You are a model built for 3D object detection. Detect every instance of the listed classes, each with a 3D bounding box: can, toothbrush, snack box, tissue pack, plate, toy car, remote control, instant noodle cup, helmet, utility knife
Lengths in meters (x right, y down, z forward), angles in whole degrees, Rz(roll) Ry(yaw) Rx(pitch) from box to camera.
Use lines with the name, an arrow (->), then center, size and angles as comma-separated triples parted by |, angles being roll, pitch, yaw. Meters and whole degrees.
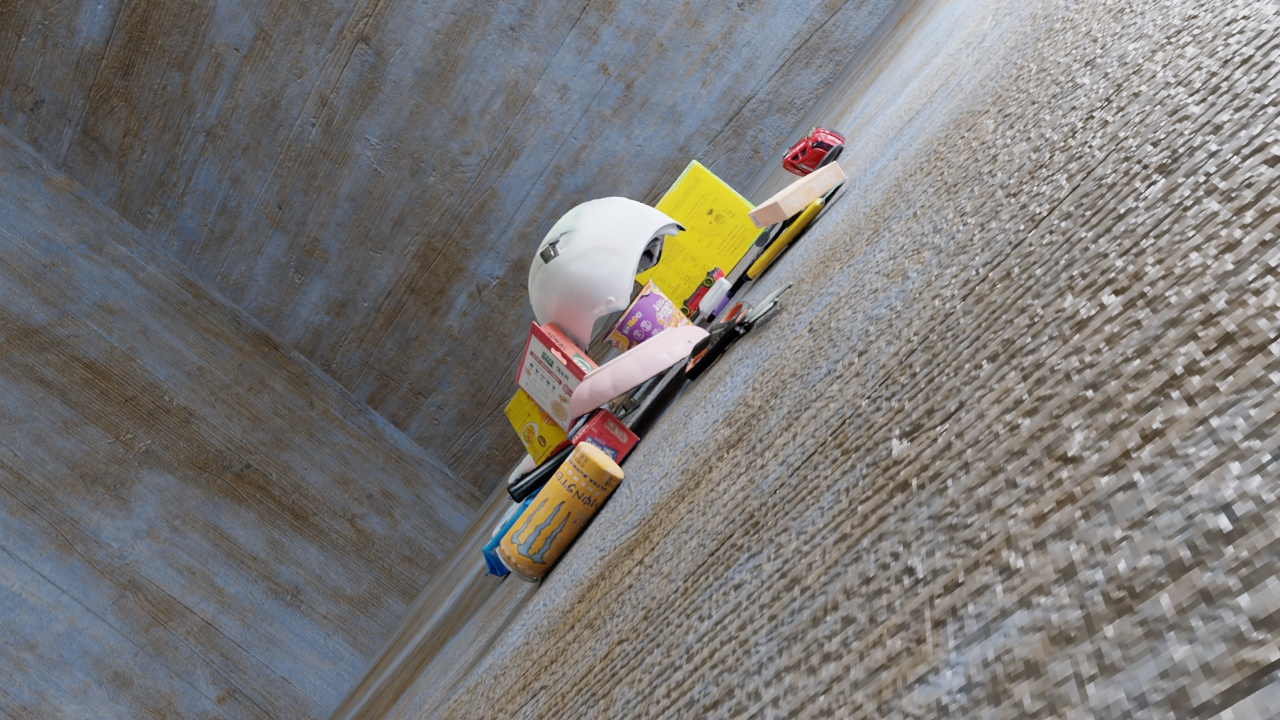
can -> -0.082, 0.155, 0.940 | 0.146, 0.058, 0.058 | -51, 4, 5
toothbrush -> 0.146, -0.121, 1.173 | 0.189, 0.014, 0.016 | -51, 16, 7
snack box -> 0.185, -0.196, 1.104 | 0.084, 0.026, 0.157 | -34, 6, -2
tissue pack -> -0.160, 0.222, 1.246 | 0.157, 0.052, 0.094 | -49, 4, 27
plate -> -0.006, 0.006, 1.084 | 0.192, 0.039, 0.192 | -30, 2, 1
toy car -> 0.243, -0.292, 1.307 | 0.121, 0.053, 0.045 | 155, 136, -72
snack box -> -0.048, 0.094, 1.109 | 0.057, 0.058, 0.207 | -49, 3, -6
remote control -> 0.104, -0.086, 1.266 | 0.056, 0.020, 0.136 | -50, 4, 8
instant noodle cup -> 0.017, -0.040, 1.274 | 0.111, 0.099, 0.111 | -50, 3, 4
instant noodle cup -> -0.120, 0.088, 1.301 | 0.116, 0.123, 0.116 | -31, -11, -39
helmet -> -0.072, -0.126, 1.274 | 0.228, 0.146, 0.259 | -54, 4, -31
snack box -> -0.104, 0.017, 1.211 | 0.044, 0.113, 0.127 | -31, -23, -38
utility knife -> 0.177, -0.149, 1.039 | 0.207, 0.015, 0.033 | -47, 5, 48
toothbrush -> 0.220, -0.229, 1.276 | 0.181, 0.015, 0.018 | -50, -5, 24
toy car -> 0.092, -0.099, 1.427 | 0.106, 0.031, 0.049 | -49, 4, 24
toothbrush -> -0.085, 0.116, 1.218 | 0.212, 0.027, 0.026 | -36, -9, -18
snack box -> 0.082, -0.192, 1.474 | 0.210, 0.157, 0.070 | -50, 8, 15

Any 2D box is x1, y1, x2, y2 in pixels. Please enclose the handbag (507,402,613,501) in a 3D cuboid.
handbag -> -0.129, 0.145, 1.424 | 0.193, 0.075, 0.135 | -56, 6, -38

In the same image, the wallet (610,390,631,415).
wallet -> -0.021, 0.031, 1.449 | 0.087, 0.024, 0.115 | -61, -3, -38

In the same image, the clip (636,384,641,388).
clip -> 0.008, 0.021, 1.442 | 0.040, 0.014, 0.056 | -48, 8, 45

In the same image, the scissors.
scissors -> 0.105, -0.049, 0.917 | 0.235, 0.021, 0.162 | -48, 5, 48
